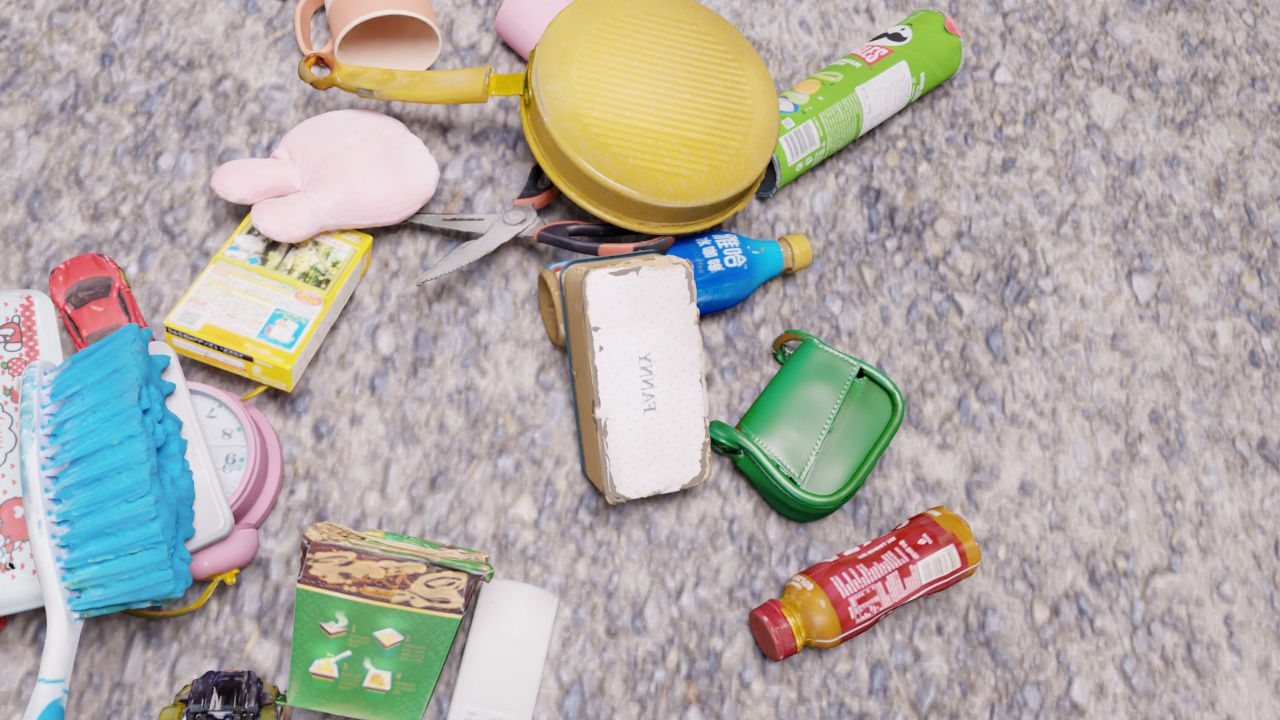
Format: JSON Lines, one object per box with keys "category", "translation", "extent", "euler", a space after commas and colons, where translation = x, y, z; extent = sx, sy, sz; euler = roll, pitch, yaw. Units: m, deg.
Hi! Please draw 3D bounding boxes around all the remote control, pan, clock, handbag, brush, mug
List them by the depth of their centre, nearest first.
{"category": "brush", "translation": [-0.301, 0.139, 0.501], "extent": [0.109, 0.061, 0.314], "euler": [-13, 77, -7]}
{"category": "remote control", "translation": [-0.297, 0.055, 0.566], "extent": [0.055, 0.020, 0.136], "euler": [-22, 77, -16]}
{"category": "clock", "translation": [-0.301, 0.087, 0.598], "extent": [0.117, 0.060, 0.158], "euler": [6, 72, -9]}
{"category": "remote control", "translation": [-0.096, 0.217, 0.618], "extent": [0.056, 0.019, 0.135], "euler": [14, 69, -7]}
{"category": "pan", "translation": [-0.071, -0.197, 0.683], "extent": [0.357, 0.078, 0.197], "euler": [10, 67, -13]}
{"category": "handbag", "translation": [0.127, 0.049, 0.703], "extent": [0.120, 0.068, 0.131], "euler": [37, 69, 10]}
{"category": "mug", "translation": [-0.225, -0.286, 0.736], "extent": [0.115, 0.081, 0.105], "euler": [-20, 73, 13]}

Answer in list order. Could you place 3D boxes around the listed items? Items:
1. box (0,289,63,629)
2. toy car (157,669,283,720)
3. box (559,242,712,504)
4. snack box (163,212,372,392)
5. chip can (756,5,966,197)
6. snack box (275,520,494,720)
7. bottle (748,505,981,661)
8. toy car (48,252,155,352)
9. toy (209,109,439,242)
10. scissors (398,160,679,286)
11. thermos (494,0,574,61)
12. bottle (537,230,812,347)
{"category": "box", "translation": [-0.394, 0.060, 0.566], "extent": [0.101, 0.095, 0.201], "euler": [-14, 75, -14]}
{"category": "toy car", "translation": [-0.259, 0.270, 0.554], "extent": [0.070, 0.042, 0.158], "euler": [5, 70, -10]}
{"category": "box", "translation": [-0.004, 0.004, 0.649], "extent": [0.089, 0.062, 0.184], "euler": [-7, 99, -18]}
{"category": "snack box", "translation": [-0.256, -0.050, 0.645], "extent": [0.087, 0.034, 0.140], "euler": [20, 50, -5]}
{"category": "chip can", "translation": [0.180, -0.227, 0.799], "extent": [0.235, 0.072, 0.072], "euler": [-35, 82, -20]}
{"category": "snack box", "translation": [-0.161, 0.166, 0.581], "extent": [0.117, 0.118, 0.105], "euler": [13, 82, -7]}
{"category": "bottle", "translation": [0.163, 0.164, 0.671], "extent": [0.174, 0.058, 0.057], "euler": [-21, 77, -18]}
{"category": "toy car", "translation": [-0.374, -0.029, 0.638], "extent": [0.049, 0.031, 0.106], "euler": [-26, 77, -20]}
{"category": "toy", "translation": [-0.228, -0.137, 0.676], "extent": [0.121, 0.054, 0.159], "euler": [40, 48, 21]}
{"category": "scissors", "translation": [-0.076, -0.107, 0.698], "extent": [0.189, 0.015, 0.222], "euler": [29, 53, 24]}
{"category": "thermos", "translation": [-0.032, -0.229, 0.754], "extent": [0.198, 0.067, 0.087], "euler": [43, 43, 4]}
{"category": "bottle", "translation": [0.031, -0.065, 0.716], "extent": [0.218, 0.065, 0.065], "euler": [-15, 75, -16]}
